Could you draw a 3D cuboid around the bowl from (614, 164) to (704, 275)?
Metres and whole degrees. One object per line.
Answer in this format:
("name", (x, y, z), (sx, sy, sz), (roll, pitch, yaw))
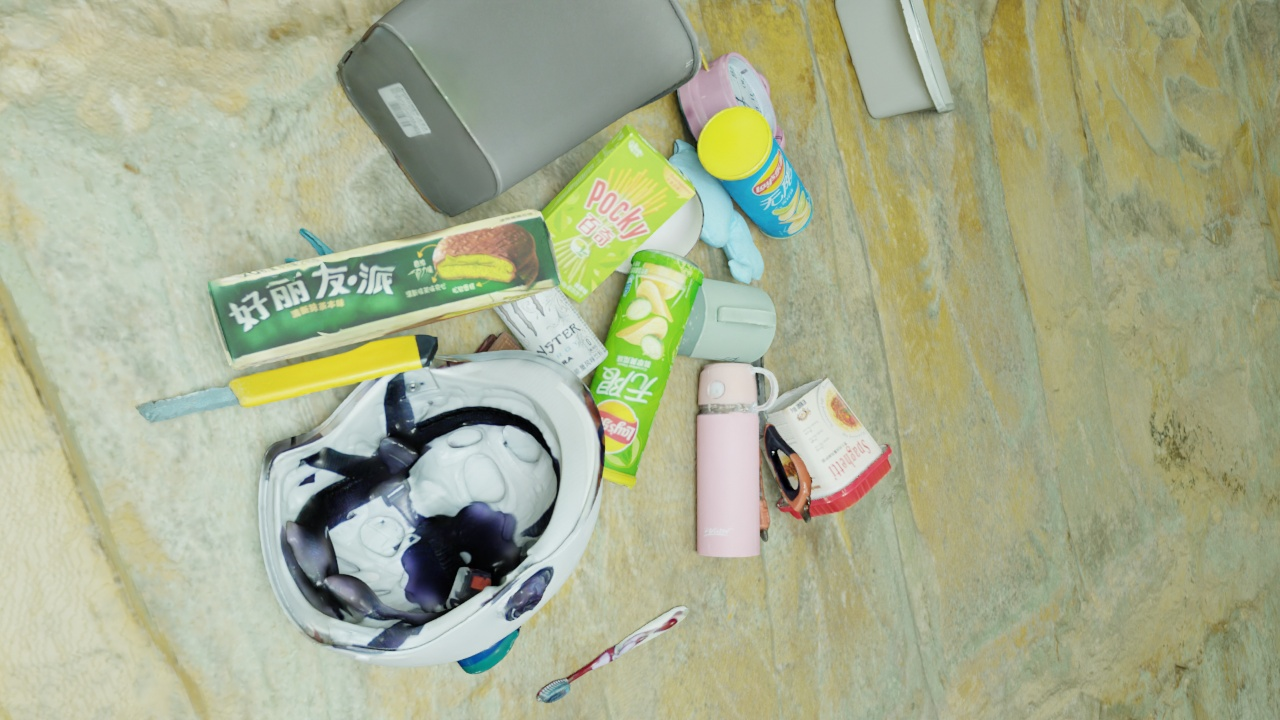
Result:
("bowl", (-0.001, -0.148, 0.896), (0.116, 0.117, 0.066), (33, 25, -31))

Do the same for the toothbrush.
("toothbrush", (-0.020, 0.281, 0.883), (0.187, 0.017, 0.016), (-20, 98, -36))

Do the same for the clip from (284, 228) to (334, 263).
("clip", (-0.256, -0.081, 0.740), (0.055, 0.013, 0.034), (33, 67, -28))

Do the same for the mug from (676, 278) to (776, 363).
("mug", (0.081, -0.042, 0.932), (0.106, 0.112, 0.082), (7, 86, -35))

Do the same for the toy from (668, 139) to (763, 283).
("toy", (0.075, -0.157, 0.967), (0.156, 0.050, 0.161), (25, 42, -56))

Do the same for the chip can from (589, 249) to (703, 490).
("chip can", (-0.005, 0.005, 0.860), (0.072, 0.073, 0.221), (22, 85, -34))

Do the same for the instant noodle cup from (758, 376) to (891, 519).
("instant noodle cup", (0.193, 0.095, 1.015), (0.116, 0.117, 0.124), (-32, 92, -35))

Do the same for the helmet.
("helmet", (-0.140, 0.120, 0.694), (0.258, 0.229, 0.146), (-33, 147, -14))

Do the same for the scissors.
("scissors", (0.133, 0.080, 0.976), (0.015, 0.213, 0.198), (1, 120, -36))

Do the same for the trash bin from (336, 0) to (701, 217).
("trash bin", (-0.109, -0.251, 0.767), (0.219, 0.199, 0.198), (-43, 110, -25))

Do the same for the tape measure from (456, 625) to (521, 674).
("tape measure", (-0.131, 0.240, 0.776), (0.054, 0.058, 0.025), (-46, 112, -34))

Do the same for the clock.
("clock", (0.106, -0.268, 0.991), (0.158, 0.060, 0.117), (1, 71, -57))

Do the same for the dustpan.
("dustpan", (0.362, -0.418, 1.170), (0.257, 0.143, 0.223), (-28, 103, -35))

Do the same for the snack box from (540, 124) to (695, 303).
("snack box", (-0.035, -0.131, 0.841), (0.085, 0.157, 0.026), (38, 21, -29))

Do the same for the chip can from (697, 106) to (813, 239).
("chip can", (0.124, -0.186, 0.946), (0.210, 0.071, 0.071), (24, 68, -67))

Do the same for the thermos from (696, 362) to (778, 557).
("thermos", (0.100, 0.102, 0.952), (0.067, 0.087, 0.198), (13, 78, -62))

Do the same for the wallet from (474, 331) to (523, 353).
("wallet", (-0.128, 0.051, 0.816), (0.101, 0.032, 0.124), (49, 60, -26))

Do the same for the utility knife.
("utility knife", (-0.255, 0.014, 0.674), (0.218, 0.015, 0.033), (-13, 53, -10))

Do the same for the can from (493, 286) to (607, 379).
("can", (-0.094, -0.045, 0.815), (0.058, 0.058, 0.146), (-41, 97, -33))

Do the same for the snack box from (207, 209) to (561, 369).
("snack box", (-0.190, -0.051, 0.688), (0.239, 0.115, 0.063), (-17, 95, -21))
